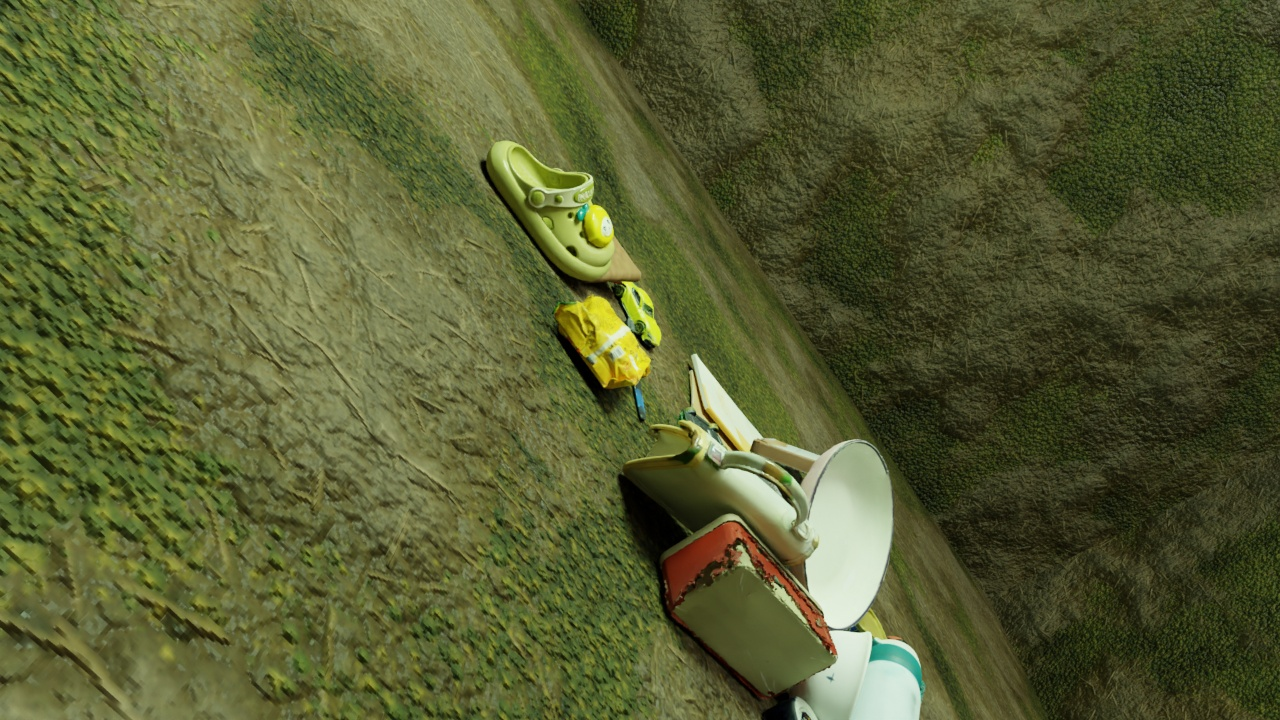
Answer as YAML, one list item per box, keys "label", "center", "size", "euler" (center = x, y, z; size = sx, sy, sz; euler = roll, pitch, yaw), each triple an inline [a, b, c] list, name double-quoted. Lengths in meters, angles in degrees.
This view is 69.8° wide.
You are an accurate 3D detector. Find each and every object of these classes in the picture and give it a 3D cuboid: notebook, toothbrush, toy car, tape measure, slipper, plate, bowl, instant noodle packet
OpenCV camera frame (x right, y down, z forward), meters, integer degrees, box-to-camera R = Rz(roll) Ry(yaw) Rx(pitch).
- label: "notebook"
  center: [0.129, 0.119, 1.266]
  size: [0.207, 0.008, 0.147]
  euler: [53, 15, -17]
- label: "toothbrush"
  center: [-0.006, 0.006, 1.055]
  size: [0.014, 0.016, 0.189]
  euler: [39, 23, -30]
- label: "toy car"
  center: [0.071, 0.091, 1.085]
  size: [0.091, 0.036, 0.043]
  euler: [42, 22, -47]
- label: "tape measure"
  center: [0.137, 0.332, 0.804]
  size: [0.066, 0.034, 0.066]
  euler: [56, 17, -11]
- label: "slipper"
  center: [-0.089, -0.174, 1.022]
  size: [0.190, 0.082, 0.091]
  euler: [48, 34, -17]
- label: "toy car"
  center: [0.001, -0.064, 1.190]
  size: [0.048, 0.032, 0.105]
  euler: [26, 35, -63]
- label: "plate"
  center: [0.200, 0.175, 0.934]
  size: [0.192, 0.039, 0.192]
  euler: [-4, 96, -49]
- label: "bowl"
  center: [0.170, 0.303, 0.876]
  size: [0.065, 0.118, 0.118]
  euler: [21, 11, 10]
- label: "instant noodle packet"
  center: [-0.038, -0.018, 0.948]
  size: [0.111, 0.044, 0.128]
  euler: [50, 11, 1]
- label: "notebook"
  center: [0.140, 0.097, 1.309]
  size: [0.206, 0.010, 0.145]
  euler: [50, 15, -26]

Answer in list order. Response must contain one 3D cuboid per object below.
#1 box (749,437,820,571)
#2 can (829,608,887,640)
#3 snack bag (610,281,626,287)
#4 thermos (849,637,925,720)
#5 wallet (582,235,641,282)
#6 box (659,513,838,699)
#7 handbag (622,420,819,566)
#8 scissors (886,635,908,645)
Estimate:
- label: "box"
  center: [0.192, 0.150, 1.093]
  size: [0.150, 0.166, 0.181]
  euler: [61, 15, 11]
- label: "can"
  center: [0.215, 0.304, 1.012]
  size: [0.102, 0.083, 0.057]
  euler: [44, 19, -39]
- label: "snack bag"
  center: [-0.050, -0.137, 1.183]
  size: [0.048, 0.026, 0.104]
  euler: [30, 31, -52]
- label: "thermos"
  center: [0.222, 0.351, 0.846]
  size: [0.073, 0.073, 0.223]
  euler: [54, 32, -10]
- label: "wallet"
  center: [-0.059, -0.143, 1.133]
  size: [0.101, 0.020, 0.115]
  euler: [-8, 62, -54]
- label: "box"
  center: [0.098, 0.221, 0.794]
  size: [0.168, 0.091, 0.078]
  euler: [48, 15, -29]
- label: "handbag"
  center: [0.090, 0.115, 0.810]
  size: [0.163, 0.179, 0.063]
  euler: [41, 64, -19]
- label: "scissors"
  center: [0.280, 0.357, 1.085]
  size: [0.189, 0.015, 0.224]
  euler: [97, -7, -47]
